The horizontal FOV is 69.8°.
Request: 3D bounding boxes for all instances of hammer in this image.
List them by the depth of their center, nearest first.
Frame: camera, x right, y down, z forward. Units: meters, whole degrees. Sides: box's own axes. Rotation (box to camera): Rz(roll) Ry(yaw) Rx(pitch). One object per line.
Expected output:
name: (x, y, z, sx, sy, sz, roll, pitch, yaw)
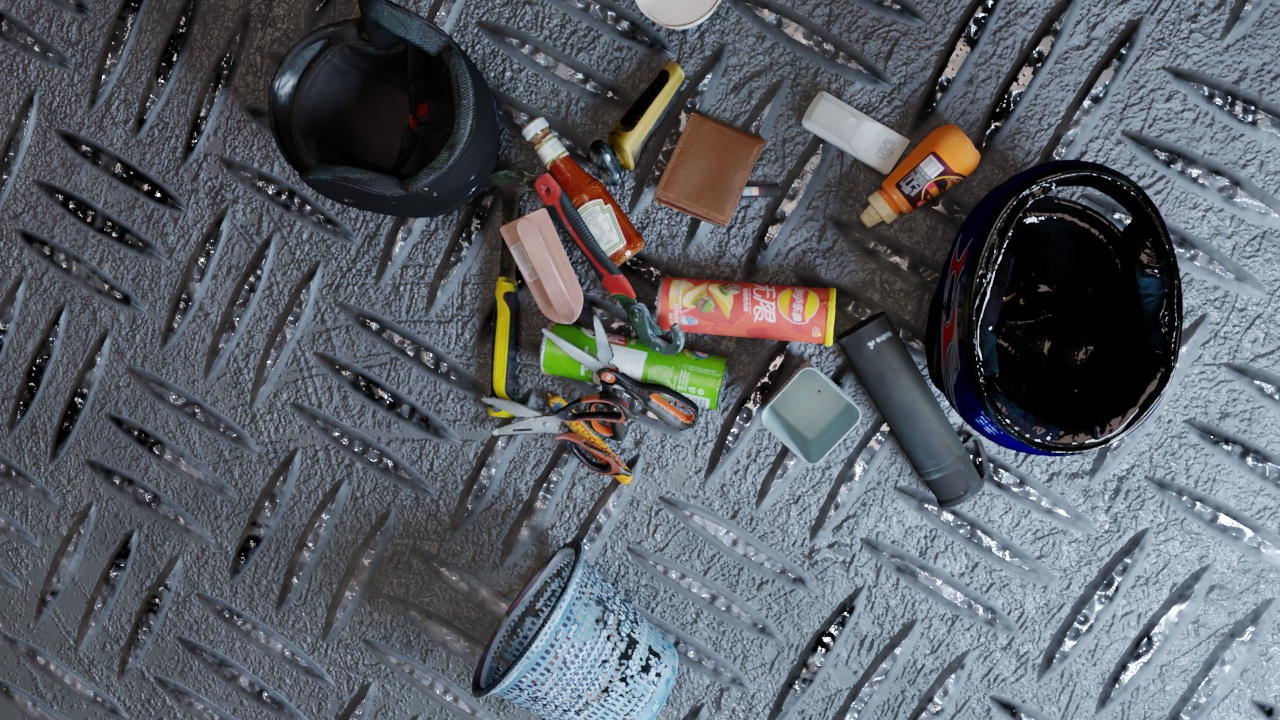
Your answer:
hammer: (-0.177, -0.086, 1.203, 0.126, 0.031, 0.323, 5, 98, 10)

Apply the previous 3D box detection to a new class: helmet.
helmet: (0.432, -0.060, 0.983, 0.247, 0.240, 0.316, -4, 106, 10)
helmet: (-0.301, -0.289, 1.103, 0.275, 0.230, 0.233, 19, 89, 21)

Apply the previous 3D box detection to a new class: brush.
brush: (-0.117, -0.112, 1.140, 0.063, 0.073, 0.145, -24, 100, -1)

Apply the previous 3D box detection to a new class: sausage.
sausage: (-0.066, 0.104, 1.210, 0.021, 0.021, 0.165, -44, 88, 12)

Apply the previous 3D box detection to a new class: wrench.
wrench: (-0.042, -0.115, 1.119, 0.273, 0.016, 0.056, 51, 132, 1)

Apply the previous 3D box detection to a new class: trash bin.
trash bin: (-0.070, 0.376, 1.162, 0.195, 0.226, 0.227, 38, 102, -9)

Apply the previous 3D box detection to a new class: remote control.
remote control: (0.257, -0.275, 1.105, 0.125, 0.024, 0.049, 31, 102, 5)

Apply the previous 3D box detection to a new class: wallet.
wallet: (0.086, -0.234, 1.128, 0.101, 0.032, 0.124, 23, 86, 8)

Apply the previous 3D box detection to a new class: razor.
razor: (-0.004, -0.295, 1.133, 0.062, 0.067, 0.167, 41, 97, 36)

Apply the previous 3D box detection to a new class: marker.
marker: (0.114, -0.210, 1.144, 0.124, 0.015, 0.018, -1, 95, 8)

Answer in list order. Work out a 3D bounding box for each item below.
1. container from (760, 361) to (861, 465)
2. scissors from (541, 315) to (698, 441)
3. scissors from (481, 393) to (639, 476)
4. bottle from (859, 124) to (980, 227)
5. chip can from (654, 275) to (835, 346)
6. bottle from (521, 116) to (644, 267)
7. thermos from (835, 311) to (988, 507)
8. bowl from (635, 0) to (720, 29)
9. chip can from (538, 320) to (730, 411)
container: (0.204, 0.059, 1.110, 0.090, 0.111, 0.090, 42, 101, 3)
scissors: (-0.031, 0.035, 1.130, 0.221, 0.021, 0.230, 22, 140, -5)
scissors: (-0.097, 0.085, 1.174, 0.226, 0.015, 0.190, 37, 129, -5)
bottle: (0.323, -0.210, 1.084, 0.150, 0.066, 0.067, -39, 89, 19)
chip can: (0.130, -0.063, 1.129, 0.217, 0.073, 0.073, 6, 98, 10)
bottle: (-0.074, -0.210, 1.144, 0.060, 0.059, 0.206, -35, 96, 12)
thermos: (0.336, 0.055, 1.116, 0.089, 0.068, 0.242, -33, 92, -20)
bowl: (0.049, -0.451, 1.102, 0.113, 0.062, 0.113, 1, 95, 11)
chip can: (-0.007, 0.007, 1.162, 0.236, 0.072, 0.072, 12, 99, 9)
